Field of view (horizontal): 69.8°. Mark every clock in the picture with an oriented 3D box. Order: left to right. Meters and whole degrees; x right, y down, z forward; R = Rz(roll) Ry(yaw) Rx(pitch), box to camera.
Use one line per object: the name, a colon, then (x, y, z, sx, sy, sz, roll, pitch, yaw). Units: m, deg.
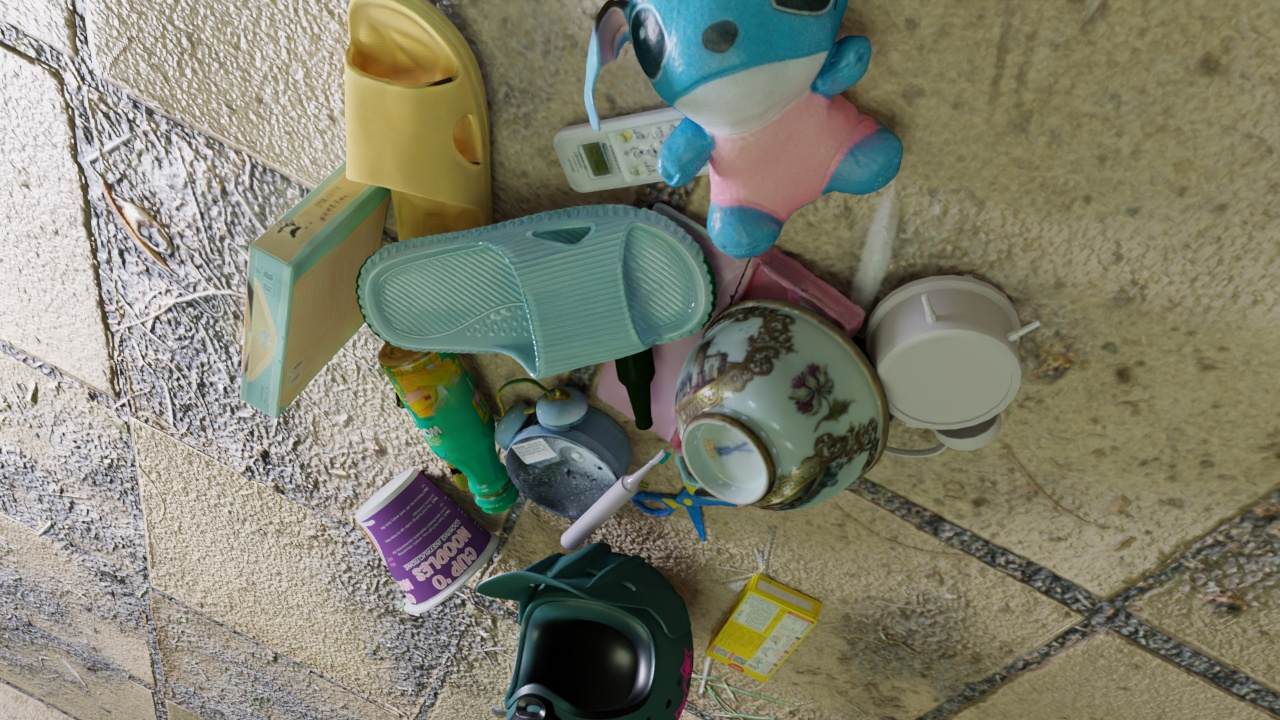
clock: (-0.074, 0.082, 0.861, 0.118, 0.059, 0.162, -19, 119, 36)
clock: (0.209, 0.010, 0.658, 0.120, 0.060, 0.160, 13, 134, 0)

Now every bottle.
bottle: (-0.176, 0.063, 0.885, 0.068, 0.067, 0.210, -2, 129, 27)
bottle: (-0.004, 0.004, 0.750, 0.033, 0.032, 0.123, 5, 125, 21)

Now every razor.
razor: (-0.205, 0.083, 0.951, 0.044, 0.021, 0.144, -11, 125, 10)

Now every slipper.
slipper: (-0.166, -0.141, 0.689, 0.099, 0.078, 0.264, 12, 136, 14)
slipper: (-0.084, -0.049, 0.672, 0.276, 0.069, 0.116, -4, 108, 9)

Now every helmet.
helmet: (-0.050, 0.282, 0.910, 0.177, 0.200, 0.274, -4, 167, 24)

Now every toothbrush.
toothbrush: (-0.024, 0.125, 0.823, 0.019, 0.018, 0.188, 28, 136, -13)

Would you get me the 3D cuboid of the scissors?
scissors: (0.045, 0.131, 0.885, 0.125, 0.013, 0.126, 1, 132, 26)

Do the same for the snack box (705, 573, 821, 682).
snack box: (0.128, 0.287, 0.977, 0.075, 0.025, 0.153, 24, 135, 3)

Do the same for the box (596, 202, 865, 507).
box: (0.061, -0.002, 0.740, 0.179, 0.039, 0.233, 36, 138, 14)

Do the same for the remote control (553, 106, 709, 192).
remote control: (0.004, -0.149, 0.640, 0.134, 0.022, 0.050, -3, 129, 27)

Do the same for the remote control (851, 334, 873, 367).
remote control: (0.140, 0.025, 0.741, 0.058, 0.013, 0.134, 27, 136, 0)

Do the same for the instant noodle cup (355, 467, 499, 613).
instant noodle cup: (-0.247, 0.194, 1.010, 0.137, 0.121, 0.122, -35, 101, 14)

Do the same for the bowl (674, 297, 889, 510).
bowl: (0.084, 0.047, 0.654, 0.160, 0.093, 0.160, 24, 132, 29)

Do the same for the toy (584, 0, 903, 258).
toy: (0.082, -0.167, 0.540, 0.224, 0.098, 0.191, -21, 124, 16)

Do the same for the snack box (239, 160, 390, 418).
snack box: (-0.270, -0.059, 0.766, 0.044, 0.141, 0.194, 28, 136, 0)
